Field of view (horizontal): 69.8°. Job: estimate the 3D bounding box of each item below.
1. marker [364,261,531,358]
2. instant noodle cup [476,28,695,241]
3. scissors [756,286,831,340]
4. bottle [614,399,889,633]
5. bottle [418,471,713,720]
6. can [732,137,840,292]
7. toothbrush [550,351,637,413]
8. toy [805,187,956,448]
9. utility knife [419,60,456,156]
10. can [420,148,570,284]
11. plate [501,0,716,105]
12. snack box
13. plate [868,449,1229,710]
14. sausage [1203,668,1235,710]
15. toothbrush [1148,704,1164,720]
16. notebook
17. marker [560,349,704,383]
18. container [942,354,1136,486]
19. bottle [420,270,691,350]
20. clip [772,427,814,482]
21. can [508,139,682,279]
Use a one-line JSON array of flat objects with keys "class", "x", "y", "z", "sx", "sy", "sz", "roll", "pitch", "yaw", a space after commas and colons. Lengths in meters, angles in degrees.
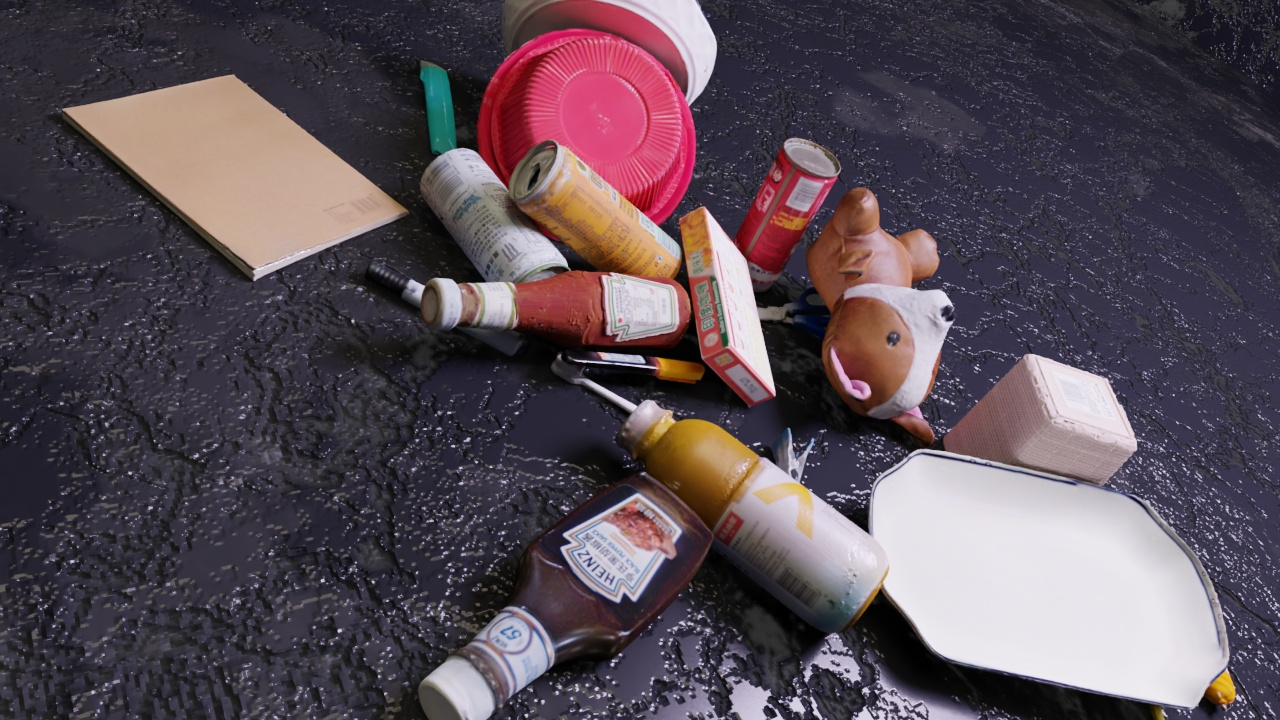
[{"class": "marker", "x": -0.139, "y": -0.038, "z": 0.667, "sx": 0.131, "sy": 0.018, "sz": 0.022, "roll": 27, "pitch": 41, "yaw": 2}, {"class": "instant noodle cup", "x": -0.037, "y": -0.194, "z": 0.769, "sx": 0.193, "sy": 0.066, "sz": 0.194, "roll": 1, "pitch": 88, "yaw": -15}, {"class": "scissors", "x": 0.131, "y": -0.033, "z": 0.808, "sx": 0.173, "sy": 0.012, "sz": 0.125, "roll": -27, "pitch": 63, "yaw": -41}, {"class": "bottle", "x": 0.068, "y": 0.095, "z": 0.594, "sx": 0.189, "sy": 0.068, "sz": 0.067, "roll": 37, "pitch": 41, "yaw": 13}, {"class": "bottle", "x": -0.039, "y": 0.135, "z": 0.515, "sx": 0.080, "sy": 0.044, "sz": 0.194, "roll": 40, "pitch": 43, "yaw": 17}, {"class": "can", "x": 0.121, "y": -0.125, "z": 0.806, "sx": 0.053, "sy": 0.133, "sz": 0.053, "roll": 14, "pitch": 42, "yaw": -13}, {"class": "toothbrush", "x": 0.015, "y": 0.044, "z": 0.661, "sx": 0.180, "sy": 0.016, "sz": 0.016, "roll": 30, "pitch": 42, "yaw": 5}, {"class": "toy", "x": 0.203, "y": -0.036, "z": 0.762, "sx": 0.140, "sy": 0.131, "sz": 0.199, "roll": 26, "pitch": 57, "yaw": -29}, {"class": "utility knife", "x": -0.190, "y": -0.236, "z": 0.859, "sx": 0.029, "sy": 0.013, "sz": 0.151, "roll": 3, "pitch": 47, "yaw": -21}, {"class": "can", "x": -0.114, "y": -0.101, "z": 0.716, "sx": 0.058, "sy": 0.058, "sz": 0.146, "roll": -16, "pitch": 56, "yaw": -39}, {"class": "plate", "x": -0.034, "y": -0.287, "z": 0.863, "sx": 0.205, "sy": 0.205, "sz": 0.045, "roll": 18, "pitch": 64, "yaw": -10}, {"class": "snack box", "x": 0.069, "y": -0.045, "z": 0.737, "sx": 0.077, "sy": 0.027, "sz": 0.155, "roll": 43, "pitch": 30, "yaw": -42}, {"class": "plate", "x": 0.278, "y": 0.154, "z": 0.643, "sx": 0.265, "sy": 0.034, "sz": 0.161, "roll": 12, "pitch": 53, "yaw": -8}, {"class": "sausage", "x": 0.423, "y": 0.194, "z": 0.710, "sx": 0.021, "sy": 0.022, "sz": 0.164, "roll": 19, "pitch": 40, "yaw": -8}, {"class": "toothbrush", "x": 0.364, "y": 0.214, "z": 0.661, "sx": 0.015, "sy": 0.017, "sz": 0.189, "roll": 20, "pitch": 40, "yaw": -7}, {"class": "notebook", "x": -0.306, "y": -0.150, "z": 0.707, "sx": 0.211, "sy": 0.012, "sz": 0.149, "roll": 37, "pitch": 41, "yaw": 13}, {"class": "marker", "x": -0.004, "y": 0.004, "z": 0.681, "sx": 0.123, "sy": 0.015, "sz": 0.018, "roll": 7, "pitch": 29, "yaw": -34}, {"class": "container", "x": 0.313, "y": 0.065, "z": 0.721, "sx": 0.090, "sy": 0.111, "sz": 0.090, "roll": 18, "pitch": 41, "yaw": -11}, {"class": "bottle", "x": -0.056, "y": -0.036, "z": 0.659, "sx": 0.205, "sy": 0.060, "sz": 0.059, "roll": 0, "pitch": 46, "yaw": -38}, {"class": "clip", "x": 0.108, "y": 0.078, "z": 0.670, "sx": 0.045, "sy": 0.027, "sz": 0.058, "roll": 27, "pitch": 43, "yaw": -10}, {"class": "can", "x": -0.033, "y": -0.107, "z": 0.719, "sx": 0.146, "sy": 0.058, "sz": 0.058, "roll": 36, "pitch": 30, "yaw": -37}]
